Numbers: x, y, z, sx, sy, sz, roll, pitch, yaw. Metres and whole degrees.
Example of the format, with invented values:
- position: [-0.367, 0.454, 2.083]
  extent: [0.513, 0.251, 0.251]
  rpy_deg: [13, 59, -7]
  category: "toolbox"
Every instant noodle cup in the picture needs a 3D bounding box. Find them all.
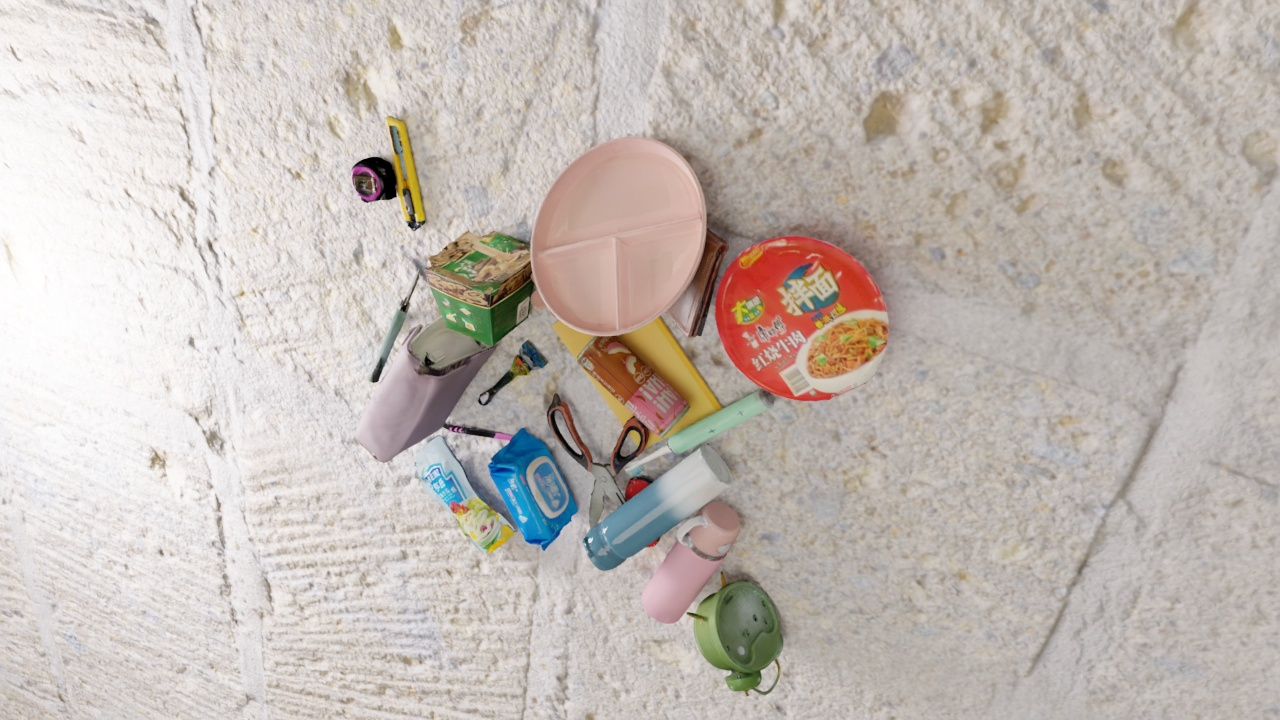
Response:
- position: [0.182, -0.053, 1.012]
  extent: [0.194, 0.065, 0.194]
  rpy_deg: [12, 118, 22]
  category: "instant noodle cup"

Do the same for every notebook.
- position: [-0.007, 0.007, 1.173]
  extent: [0.146, 0.010, 0.206]
  rpy_deg: [-31, 98, 35]
  category: "notebook"

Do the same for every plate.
- position: [-0.024, -0.138, 1.034]
  extent: [0.230, 0.028, 0.229]
  rpy_deg: [-6, 79, 30]
  category: "plate"

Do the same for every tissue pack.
- position: [-0.148, 0.178, 1.283]
  extent: [0.052, 0.094, 0.157]
  rpy_deg: [-20, 102, 32]
  category: "tissue pack"

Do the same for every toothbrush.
- position: [-0.259, 0.105, 1.350]
  extent: [0.189, 0.017, 0.014]
  rpy_deg: [8, 126, 22]
  category: "toothbrush"
- position: [0.068, 0.094, 1.150]
  extent: [0.225, 0.026, 0.027]
  rpy_deg: [-30, 112, 26]
  category: "toothbrush"

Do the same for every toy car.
- position: [0.002, 0.209, 1.260]
  extent: [0.049, 0.031, 0.106]
  rpy_deg: [10, 117, 21]
  category: "toy car"

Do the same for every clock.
- position: [0.136, 0.371, 1.223]
  extent: [0.056, 0.115, 0.161]
  rpy_deg: [-31, 95, 47]
  category: "clock"

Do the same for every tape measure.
- position: [-0.353, -0.238, 1.209]
  extent: [0.058, 0.039, 0.057]
  rpy_deg: [11, 119, 22]
  category: "tape measure"

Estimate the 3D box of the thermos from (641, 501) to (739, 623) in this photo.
- position: [0.060, 0.272, 1.229]
  extent: [0.067, 0.087, 0.199]
  rpy_deg: [62, 138, 37]
  category: "thermos"

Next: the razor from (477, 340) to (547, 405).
- position: [-0.186, 0.026, 1.269]
  extent: [0.143, 0.022, 0.042]
  rpy_deg: [-38, 92, 36]
  category: "razor"

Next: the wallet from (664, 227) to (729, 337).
- position: [0.053, -0.101, 1.044]
  extent: [0.101, 0.032, 0.125]
  rpy_deg: [51, 138, 43]
  category: "wallet"

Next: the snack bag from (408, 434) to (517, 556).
- position: [-0.274, 0.209, 1.399]
  extent: [0.191, 0.038, 0.111]
  rpy_deg: [49, 137, -2]
  category: "snack bag"

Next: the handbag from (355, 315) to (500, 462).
- position: [-0.300, 0.032, 1.255]
  extent: [0.098, 0.144, 0.198]
  rpy_deg: [39, 125, 1]
  category: "handbag"

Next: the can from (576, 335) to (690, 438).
- position: [-0.009, 0.028, 1.142]
  extent: [0.147, 0.057, 0.058]
  rpy_deg: [42, 126, 2]
  category: "can"

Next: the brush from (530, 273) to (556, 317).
- position: [-0.065, -0.103, 1.110]
  extent: [0.146, 0.072, 0.063]
  rpy_deg: [-22, 102, 32]
  category: "brush"

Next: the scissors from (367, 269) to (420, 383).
- position: [-0.336, -0.037, 1.245]
  extent: [0.019, 0.178, 0.173]
  rpy_deg: [25, 123, -15]
  category: "scissors"

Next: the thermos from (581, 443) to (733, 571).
- position: [0.018, 0.195, 1.188]
  extent: [0.221, 0.070, 0.070]
  rpy_deg: [-39, 93, 19]
  category: "thermos"

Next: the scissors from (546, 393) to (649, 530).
- position: [-0.055, 0.140, 1.239]
  extent: [0.189, 0.015, 0.223]
  rpy_deg: [27, 118, 16]
  category: "scissors"

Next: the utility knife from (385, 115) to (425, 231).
- position: [-0.309, -0.242, 1.199]
  extent: [0.033, 0.015, 0.155]
  rpy_deg: [4, 116, 23]
  category: "utility knife"

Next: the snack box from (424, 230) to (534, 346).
- position: [-0.196, -0.088, 1.167]
  extent: [0.117, 0.118, 0.106]
  rpy_deg: [22, 134, 24]
  category: "snack box"
